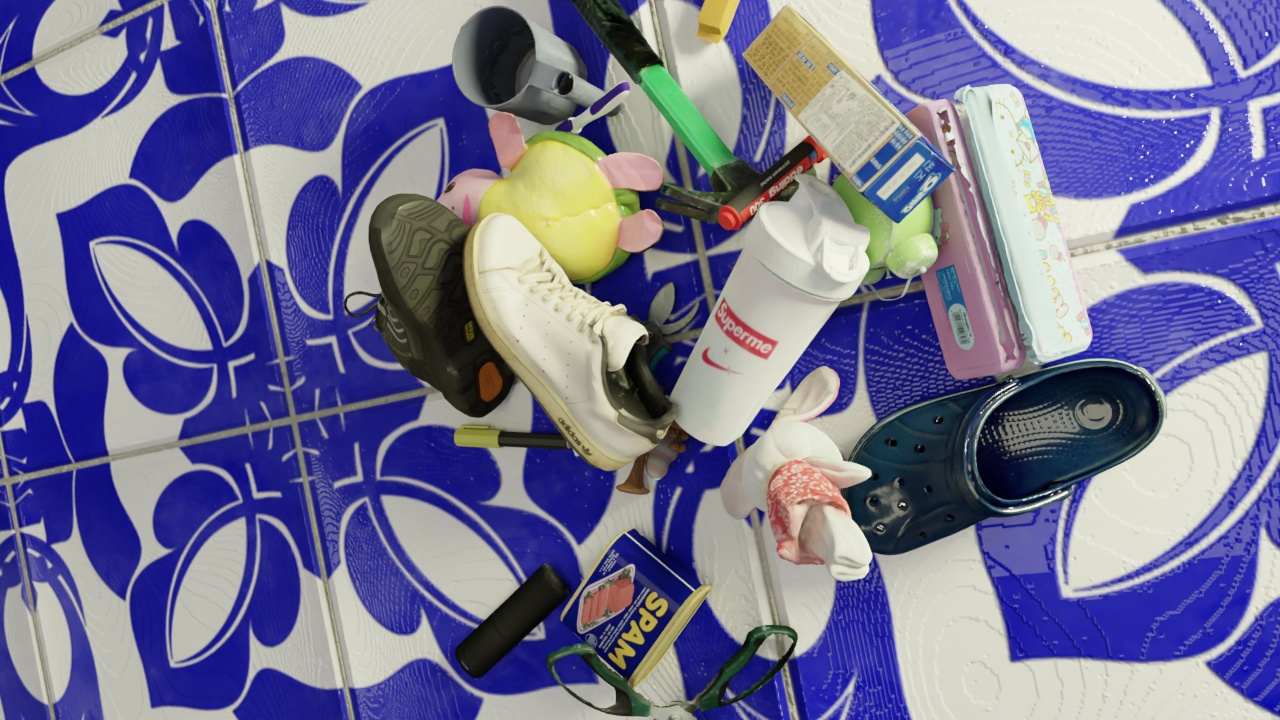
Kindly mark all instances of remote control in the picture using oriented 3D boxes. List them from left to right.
[{"bbox_3d":[-0.130,0.261,0.911,0.152,0.020,0.041,-46,78,18],"label":"remote control"}]

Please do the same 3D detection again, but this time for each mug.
[{"bbox_3d":[-0.087,-0.250,0.810,0.124,0.103,0.084,25,102,19],"label":"mug"}]

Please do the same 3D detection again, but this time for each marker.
[{"bbox_3d":[-0.125,0.075,0.896,0.124,0.017,0.021,1,94,21],"label":"marker"},{"bbox_3d":[0.115,-0.148,0.728,0.023,0.144,0.021,51,156,-6],"label":"marker"}]

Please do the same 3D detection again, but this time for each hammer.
[{"bbox_3d":[0.009,-0.244,0.786,0.318,0.130,0.032,56,156,18],"label":"hammer"}]

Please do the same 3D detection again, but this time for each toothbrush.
[{"bbox_3d":[-0.061,-0.203,0.801,0.187,0.015,0.016,-12,91,56],"label":"toothbrush"}]

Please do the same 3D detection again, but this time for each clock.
[{"bbox_3d":[0.187,-0.106,0.718,0.094,0.042,0.119,-6,96,66],"label":"clock"}]

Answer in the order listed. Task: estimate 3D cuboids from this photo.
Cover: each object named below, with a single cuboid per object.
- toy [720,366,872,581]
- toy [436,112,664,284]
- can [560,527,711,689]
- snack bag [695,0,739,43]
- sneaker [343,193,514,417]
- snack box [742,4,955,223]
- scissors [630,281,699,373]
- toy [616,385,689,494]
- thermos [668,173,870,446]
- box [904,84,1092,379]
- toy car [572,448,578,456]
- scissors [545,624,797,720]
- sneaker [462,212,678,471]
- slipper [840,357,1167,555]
[{"bbox_3d":[0.125,0.096,0.718,0.084,0.194,0.159,27,105,-20],"label":"toy"},{"bbox_3d":[-0.085,-0.134,0.827,0.239,0.087,0.190,-2,116,28],"label":"toy"},{"bbox_3d":[-0.007,0.224,0.837,0.092,0.056,0.116,37,107,17],"label":"can"},{"bbox_3d":[0.076,-0.321,0.782,0.026,0.020,0.099,26,104,24],"label":"snack bag"},{"bbox_3d":[-0.205,-0.064,0.850,0.143,0.100,0.238,25,144,34],"label":"sneaker"},{"bbox_3d":[0.151,-0.189,0.689,0.056,0.057,0.206,-44,46,21],"label":"snack box"},{"bbox_3d":[-0.009,0.004,0.827,0.156,0.019,0.124,-16,94,3],"label":"scissors"},{"bbox_3d":[0.017,0.075,0.825,0.055,0.041,0.102,15,92,44],"label":"toy"},{"bbox_3d":[0.101,-0.030,0.729,0.099,0.099,0.221,38,125,16],"label":"thermos"},{"bbox_3d":[0.272,-0.100,0.705,0.092,0.089,0.214,-14,87,-16],"label":"box"},{"bbox_3d":[-0.064,0.033,0.856,0.039,0.039,0.113,-19,86,22],"label":"toy car"},{"bbox_3d":[0.032,0.276,0.801,0.202,0.015,0.201,-44,111,10],"label":"scissors"},{"bbox_3d":[-0.052,-0.024,0.756,0.103,0.088,0.241,-27,99,41],"label":"sneaker"},{"bbox_3d":[0.262,0.069,0.694,0.253,0.095,0.105,-28,86,20],"label":"slipper"}]
